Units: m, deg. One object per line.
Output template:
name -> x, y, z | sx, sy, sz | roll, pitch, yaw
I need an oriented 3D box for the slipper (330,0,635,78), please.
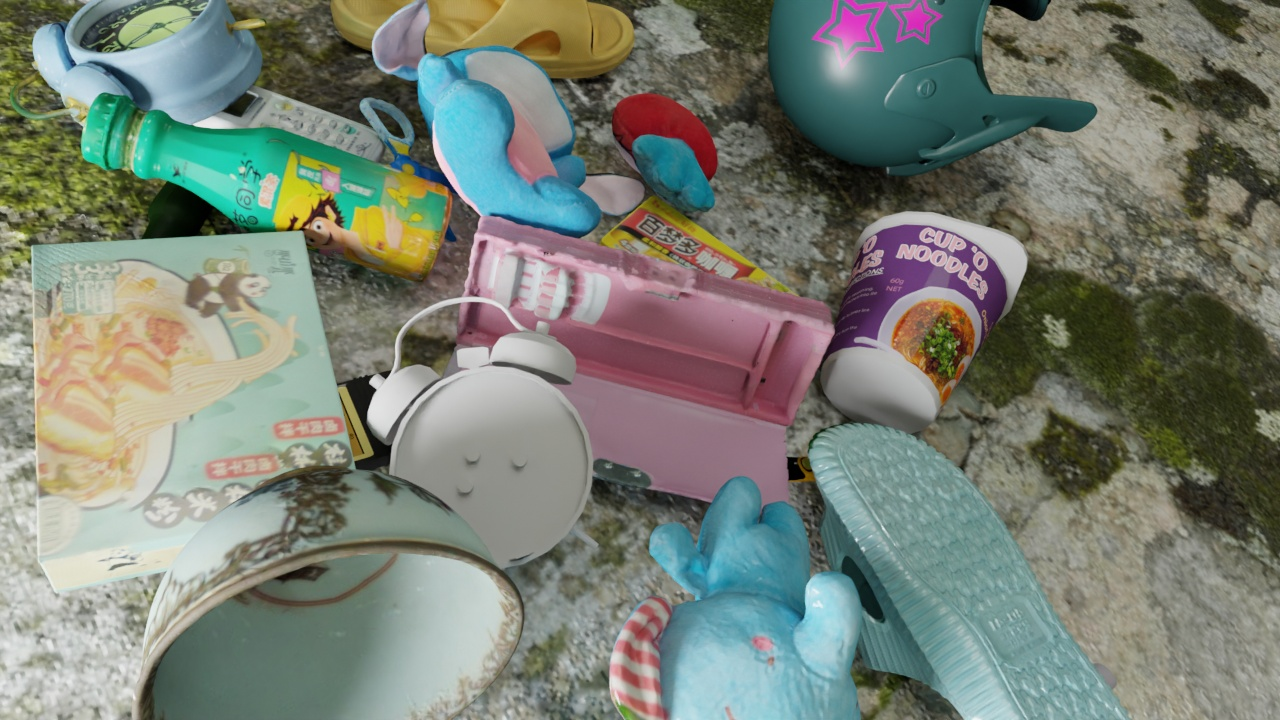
slipper -> -0.123, -0.300, 0.774 | 0.263, 0.079, 0.099 | -1, 57, -20

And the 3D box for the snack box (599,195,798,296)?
snack box -> 0.046, -0.057, 0.681 | 0.152, 0.025, 0.075 | 36, 51, 9

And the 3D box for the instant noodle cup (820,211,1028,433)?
instant noodle cup -> 0.193, -0.021, 0.648 | 0.122, 0.137, 0.121 | 44, 58, -19

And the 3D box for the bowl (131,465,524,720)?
bowl -> -0.144, 0.106, 0.420 | 0.159, 0.160, 0.094 | -8, 42, -25

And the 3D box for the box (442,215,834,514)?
box -> -0.004, 0.005, 0.561 | 0.232, 0.107, 0.115 | 15, 36, -5

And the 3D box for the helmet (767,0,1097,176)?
helmet -> 0.248, -0.263, 0.798 | 0.274, 0.200, 0.176 | -5, 11, -7

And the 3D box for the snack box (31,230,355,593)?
snack box -> -0.241, 0.016, 0.495 | 0.141, 0.044, 0.193 | -8, 56, -25

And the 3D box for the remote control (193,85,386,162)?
remote control -> -0.253, -0.165, 0.661 | 0.133, 0.022, 0.050 | 19, 51, -5

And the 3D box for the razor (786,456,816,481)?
razor -> 0.122, 0.074, 0.614 | 0.144, 0.021, 0.044 | 3, 53, -14

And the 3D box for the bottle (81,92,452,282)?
bottle -> -0.228, -0.110, 0.576 | 0.209, 0.068, 0.068 | 16, 50, -21

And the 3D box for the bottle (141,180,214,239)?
bottle -> -0.295, -0.096, 0.588 | 0.033, 0.033, 0.122 | 16, 51, -7

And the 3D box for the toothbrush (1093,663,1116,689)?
toothbrush -> 0.216, 0.228, 0.528 | 0.187, 0.019, 0.018 | -22, 67, -31

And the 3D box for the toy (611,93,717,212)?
toy -> 0.021, -0.161, 0.722 | 0.092, 0.062, 0.132 | 19, 39, -24

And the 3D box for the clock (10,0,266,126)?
clock -> -0.338, -0.201, 0.619 | 0.161, 0.060, 0.118 | -40, 56, -22

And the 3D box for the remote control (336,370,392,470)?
remote control -> -0.196, 0.047, 0.526 | 0.133, 0.013, 0.058 | -17, 61, -29

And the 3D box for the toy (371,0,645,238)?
toy -> -0.085, -0.147, 0.634 | 0.224, 0.099, 0.191 | 36, 16, -31

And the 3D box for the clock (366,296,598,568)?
clock -> -0.085, 0.040, 0.503 | 0.120, 0.061, 0.159 | -18, 82, -6

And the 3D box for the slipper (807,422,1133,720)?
slipper -> 0.190, 0.155, 0.544 | 0.115, 0.070, 0.276 | -14, 59, -31

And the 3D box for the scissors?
scissors -> -0.171, -0.141, 0.661 | 0.125, 0.016, 0.123 | 13, 59, -33

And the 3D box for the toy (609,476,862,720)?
toy -> 0.068, 0.144, 0.478 | 0.183, 0.115, 0.180 | 34, 51, -24
